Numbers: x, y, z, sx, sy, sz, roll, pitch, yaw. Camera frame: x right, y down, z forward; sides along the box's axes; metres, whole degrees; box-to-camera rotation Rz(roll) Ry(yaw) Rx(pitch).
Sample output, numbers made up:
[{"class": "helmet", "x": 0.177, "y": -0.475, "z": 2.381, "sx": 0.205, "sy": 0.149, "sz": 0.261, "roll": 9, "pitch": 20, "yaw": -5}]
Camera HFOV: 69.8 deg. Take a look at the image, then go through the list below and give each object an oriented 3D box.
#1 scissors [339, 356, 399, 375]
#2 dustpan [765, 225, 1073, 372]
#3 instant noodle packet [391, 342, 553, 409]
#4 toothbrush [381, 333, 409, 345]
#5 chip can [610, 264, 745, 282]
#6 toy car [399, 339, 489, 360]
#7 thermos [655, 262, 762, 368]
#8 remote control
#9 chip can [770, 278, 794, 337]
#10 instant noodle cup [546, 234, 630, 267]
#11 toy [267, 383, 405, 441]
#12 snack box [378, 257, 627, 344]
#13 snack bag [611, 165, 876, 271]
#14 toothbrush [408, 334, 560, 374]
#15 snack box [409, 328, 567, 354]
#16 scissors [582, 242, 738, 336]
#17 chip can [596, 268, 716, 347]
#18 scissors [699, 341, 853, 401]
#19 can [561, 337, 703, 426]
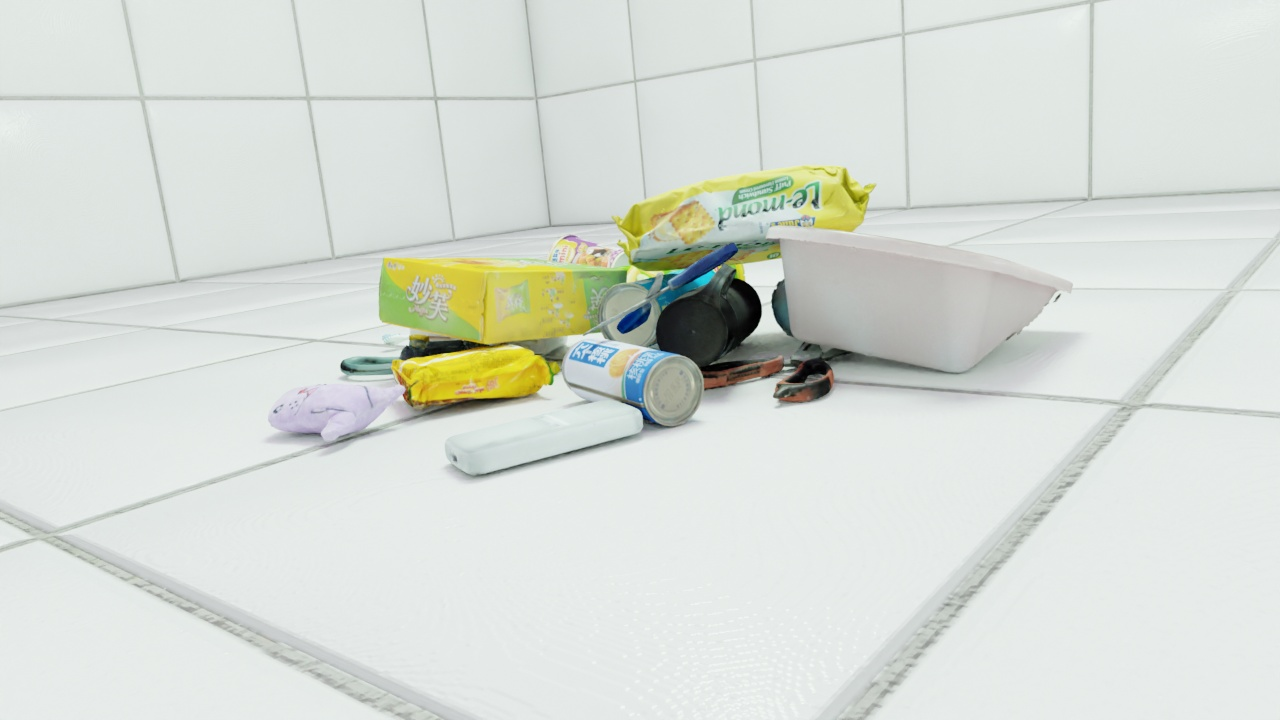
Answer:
[{"class": "scissors", "x": -0.231, "y": -0.006, "z": 1.009, "sx": 0.170, "sy": 0.019, "sz": 0.181, "roll": -4, "pitch": 11, "yaw": 8}, {"class": "dustpan", "x": 0.240, "y": -0.093, "z": 0.805, "sx": 0.223, "sy": 0.139, "sz": 0.272, "roll": 12, "pitch": 34, "yaw": 34}, {"class": "instant noodle packet", "x": -0.151, "y": 0.013, "z": 0.819, "sx": 0.128, "sy": 0.044, "sz": 0.111, "roll": -10, "pitch": 14, "yaw": -22}, {"class": "toothbrush", "x": -0.216, "y": -0.043, "z": 1.164, "sx": 0.224, "sy": 0.026, "sz": 0.027, "roll": -13, "pitch": 35, "yaw": -31}, {"class": "chip can", "x": 0.030, "y": -0.098, "z": 1.200, "sx": 0.220, "sy": 0.072, "sz": 0.073, "roll": -12, "pitch": 14, "yaw": -31}, {"class": "toy car", "x": -0.190, "y": 0.002, "z": 0.900, "sx": 0.090, "sy": 0.043, "sz": 0.034, "roll": -3, "pitch": -15, "yaw": -2}, {"class": "thermos", "x": 0.074, "y": -0.047, "z": 0.846, "sx": 0.068, "sy": 0.090, "sz": 0.242, "roll": 33, "pitch": 12, "yaw": 6}, {"class": "remote control", "x": -0.066, "y": 0.053, "z": 0.642, "sx": 0.135, "sy": 0.020, "sz": 0.056, "roll": -12, "pitch": 12, "yaw": -28}, {"class": "chip can", "x": 0.236, "y": -0.078, "z": 1.012, "sx": 0.214, "sy": 0.071, "sz": 0.071, "roll": -17, "pitch": 16, "yaw": -41}, {"class": "instant noodle cup", "x": -0.063, "y": -0.116, "z": 1.273, "sx": 0.099, "sy": 0.112, "sz": 0.111, "roll": 12, "pitch": 19, "yaw": 28}, {"class": "toy", "x": -0.255, "y": 0.041, "z": 0.742, "sx": 0.108, "sy": 0.039, "sz": 0.083, "roll": 3, "pitch": 25, "yaw": 31}, {"class": "snack box", "x": -0.137, "y": -0.067, "z": 0.944, "sx": 0.158, "sy": 0.070, "sz": 0.209, "roll": 11, "pitch": 12, "yaw": 36}, {"class": "snack bag", "x": 0.096, "y": -0.139, "z": 0.920, "sx": 0.246, "sy": 0.068, "sz": 0.158, "roll": -7, "pitch": -4, "yaw": 0}, {"class": "toothbrush", "x": -0.163, "y": -0.007, "z": 0.933, "sx": 0.190, "sy": 0.017, "sz": 0.015, "roll": 9, "pitch": 19, "yaw": 29}, {"class": "snack box", "x": -0.166, "y": -0.031, "z": 1.017, "sx": 0.157, "sy": 0.027, "sz": 0.084, "roll": 5, "pitch": 10, "yaw": 10}, {"class": "scissors", "x": 0.017, "y": -0.057, "z": 0.779, "sx": 0.162, "sy": 0.012, "sz": 0.173, "roll": -32, "pitch": -5, "yaw": -9}, {"class": "chip can", "x": 0.029, "y": -0.059, "z": 0.988, "sx": 0.071, "sy": 0.071, "sz": 0.209, "roll": 0, "pitch": 10, "yaw": 23}, {"class": "scissors", "x": 0.133, "y": 0.004, "z": 0.800, "sx": 0.226, "sy": 0.015, "sz": 0.189, "roll": -9, "pitch": 12, "yaw": -16}, {"class": "can", "x": -0.010, "y": 0.014, "z": 0.722, "sx": 0.053, "sy": 0.053, "sz": 0.135, "roll": -12, "pitch": 14, "yaw": -30}]
